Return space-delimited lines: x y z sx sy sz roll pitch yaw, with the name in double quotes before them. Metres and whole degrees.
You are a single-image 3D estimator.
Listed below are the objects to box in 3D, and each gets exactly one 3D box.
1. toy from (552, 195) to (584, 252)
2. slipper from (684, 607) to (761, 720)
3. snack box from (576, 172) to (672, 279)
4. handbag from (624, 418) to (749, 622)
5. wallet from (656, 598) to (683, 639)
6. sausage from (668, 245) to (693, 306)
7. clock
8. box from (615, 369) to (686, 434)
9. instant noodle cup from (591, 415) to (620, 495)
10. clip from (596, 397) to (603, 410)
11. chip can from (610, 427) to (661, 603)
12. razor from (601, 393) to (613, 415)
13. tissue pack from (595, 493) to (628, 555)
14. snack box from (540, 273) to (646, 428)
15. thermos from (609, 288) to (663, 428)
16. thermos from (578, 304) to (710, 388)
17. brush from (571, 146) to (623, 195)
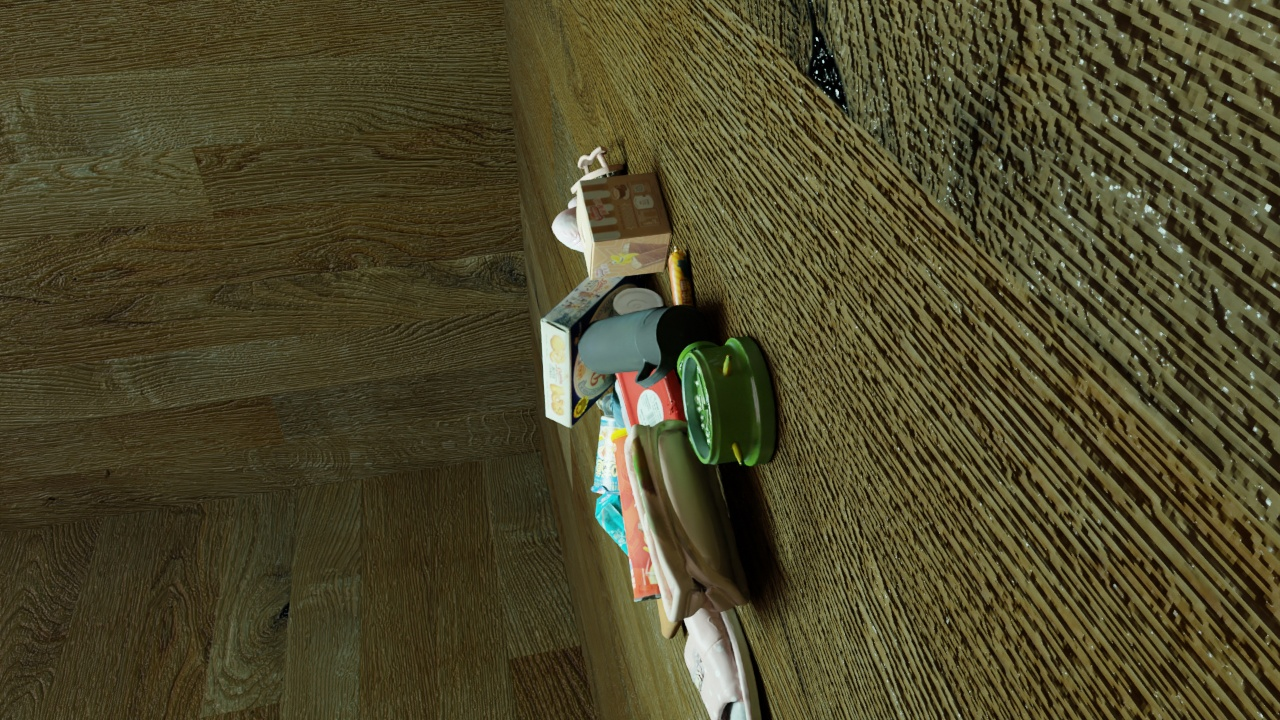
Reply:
"toy" -0.052 -0.179 1.205 0.159 0.121 0.054 -87 6 -62
"slipper" 0.077 0.314 1.021 0.274 0.054 0.114 -107 14 -47
"snack box" -0.022 -0.159 1.090 0.077 0.094 0.092 100 160 -60
"handbag" 0.032 0.141 0.869 0.234 0.093 0.193 63 -169 -69
"wallet" 0.041 0.311 1.285 0.131 0.035 0.119 102 155 -53
"sausage" 0.049 -0.043 0.996 0.021 0.021 0.165 174 87 -80
"clock" 0.073 0.038 0.836 0.161 0.056 0.116 -172 75 -80
"box" 0.038 0.077 1.103 0.095 0.100 0.200 -42 43 25
"instant noodle cup" -0.023 0.136 1.347 0.099 0.099 0.110 -169 80 -79
"clip" -0.039 0.072 1.570 0.104 0.087 0.034 55 -172 -37
"chip can" 0.011 0.194 1.169 0.073 0.073 0.216 116 146 -72
"razor" -0.035 0.094 1.470 0.168 0.062 0.067 102 -171 -74
"tissue pack" -0.022 0.237 1.366 0.093 0.050 0.133 48 -179 -1
"snack box" -0.059 -0.030 1.213 0.182 0.046 0.178 -48 -27 -38
"thermos" -0.007 0.007 1.214 0.070 0.070 0.221 -108 15 -44
"thermos" -0.008 -0.013 1.006 0.090 0.068 0.243 -57 15 -12
"brush" -0.061 -0.263 1.312 0.146 0.063 0.073 -172 65 -79
